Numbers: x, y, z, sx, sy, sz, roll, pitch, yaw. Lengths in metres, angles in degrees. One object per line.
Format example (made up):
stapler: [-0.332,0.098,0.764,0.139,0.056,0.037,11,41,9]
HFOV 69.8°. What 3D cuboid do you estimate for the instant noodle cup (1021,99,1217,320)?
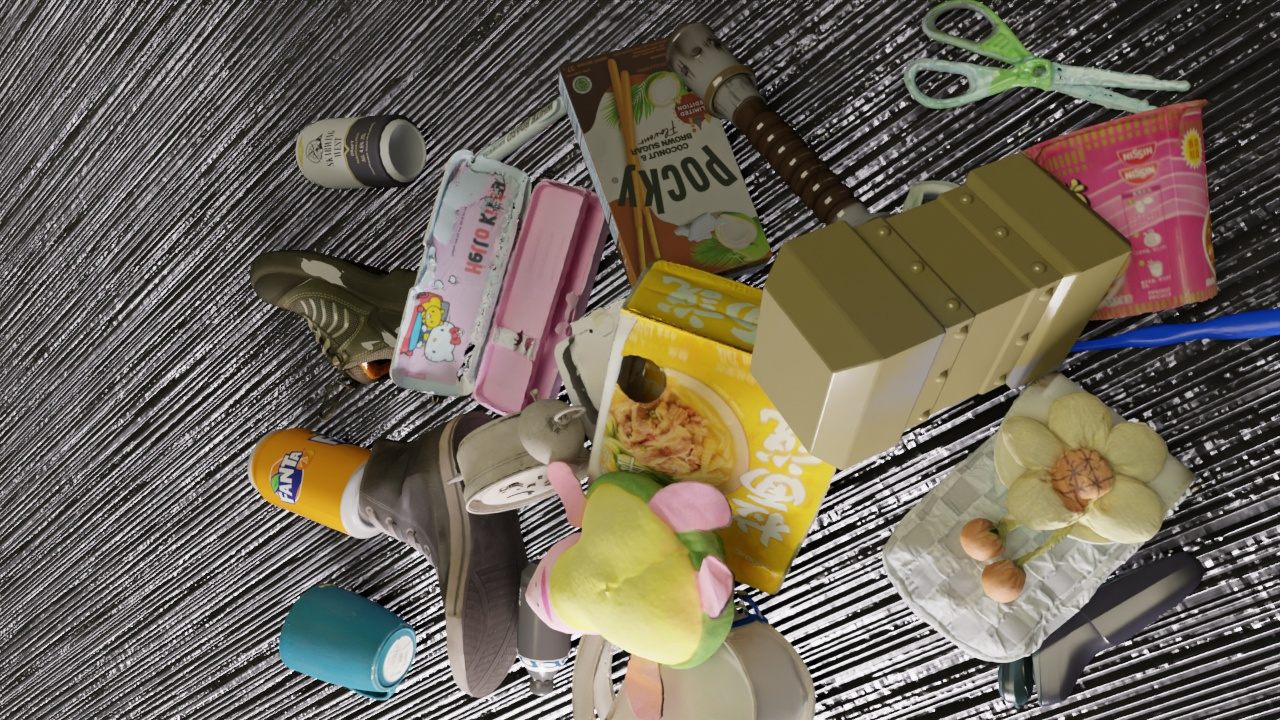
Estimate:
instant noodle cup: [0.285,-0.083,0.533,0.098,0.097,0.108,-13,92,29]

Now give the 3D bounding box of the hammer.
hammer: [0.106,-0.113,0.569,0.324,0.190,0.101,57,161,32]

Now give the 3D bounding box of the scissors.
scissors: [0.259,-0.191,0.586,0.176,0.032,0.078,18,98,24]

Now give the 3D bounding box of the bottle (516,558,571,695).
bottle: [-0.080,0.224,0.770,0.047,0.047,0.112,5,94,29]

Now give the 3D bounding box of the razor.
razor: [0.282,0.165,0.566,0.143,0.047,0.052,-41,61,21]

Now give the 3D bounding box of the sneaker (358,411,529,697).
sneaker: [-0.172,0.170,0.797,0.120,0.095,0.234,-13,87,32]

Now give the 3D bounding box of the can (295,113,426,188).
can: [-0.264,-0.193,0.855,0.127,0.064,0.064,5,94,29]

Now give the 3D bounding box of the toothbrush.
toothbrush: [0.320,-0.017,0.552,0.183,0.018,0.016,-8,62,30]

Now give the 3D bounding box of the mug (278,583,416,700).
mug: [-0.267,0.276,0.867,0.104,0.084,0.112,10,124,23]

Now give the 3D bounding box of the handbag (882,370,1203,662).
handbag: [0.228,0.098,0.545,0.112,0.123,0.171,43,100,21]

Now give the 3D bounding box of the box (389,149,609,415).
box: [-0.113,-0.058,0.763,0.150,0.073,0.201,18,97,-3]

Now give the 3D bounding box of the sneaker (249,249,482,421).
sneaker: [-0.256,-0.017,0.836,0.238,0.101,0.143,12,91,23]

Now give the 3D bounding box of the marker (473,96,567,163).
marker: [-0.086,-0.203,0.780,0.147,0.017,0.017,-28,78,27]

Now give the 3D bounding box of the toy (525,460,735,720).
toy: [-0.006,0.149,0.637,0.239,0.087,0.190,-37,76,51]

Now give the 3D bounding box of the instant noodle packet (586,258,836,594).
instant noodle packet: [0.051,0.063,0.642,0.163,0.084,0.222,18,123,7]

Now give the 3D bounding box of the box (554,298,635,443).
box: [-0.009,0.004,0.709,0.107,0.076,0.102,-28,79,25]

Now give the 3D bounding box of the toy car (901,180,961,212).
toy car: [0.193,-0.068,0.616,0.048,0.033,0.105,15,99,27]

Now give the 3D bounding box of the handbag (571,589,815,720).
handbag: [0.027,0.259,0.698,0.199,0.092,0.201,41,111,44]

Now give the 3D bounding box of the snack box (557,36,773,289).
snack box: [0.016,-0.143,0.683,0.101,0.032,0.186,-18,80,-9]

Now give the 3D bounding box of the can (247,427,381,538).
can: [-0.299,0.113,0.873,0.143,0.079,0.079,13,97,29]

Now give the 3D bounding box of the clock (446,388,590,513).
clock: [-0.083,0.064,0.699,0.157,0.103,0.061,-44,61,49]
